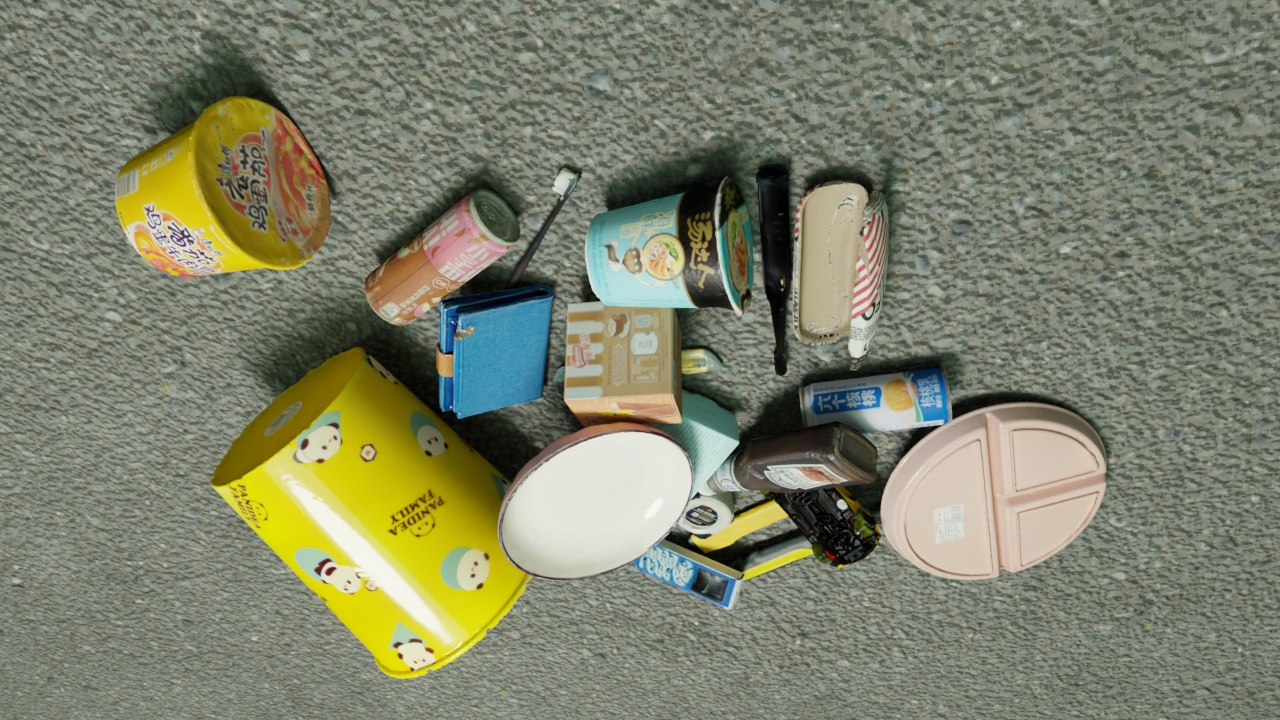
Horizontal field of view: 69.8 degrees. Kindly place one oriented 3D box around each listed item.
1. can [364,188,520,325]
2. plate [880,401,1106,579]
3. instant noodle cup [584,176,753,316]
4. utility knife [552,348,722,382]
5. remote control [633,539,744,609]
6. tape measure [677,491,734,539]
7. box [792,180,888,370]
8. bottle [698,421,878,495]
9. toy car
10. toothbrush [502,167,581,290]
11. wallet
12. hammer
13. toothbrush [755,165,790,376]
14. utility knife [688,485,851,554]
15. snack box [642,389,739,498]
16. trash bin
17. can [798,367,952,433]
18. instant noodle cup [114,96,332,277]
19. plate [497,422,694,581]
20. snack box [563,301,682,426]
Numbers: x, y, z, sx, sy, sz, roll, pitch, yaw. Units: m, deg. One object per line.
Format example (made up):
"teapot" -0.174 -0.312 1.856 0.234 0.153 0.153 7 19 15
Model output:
"can" -0.175 -0.088 0.801 0.148 0.057 0.058 -31 120 28
"plate" 0.357 0.140 0.920 0.229 0.028 0.230 -2 125 -4
"instant noodle cup" 0.023 -0.087 0.753 0.121 0.111 0.111 -4 129 20
"utility knife" -0.005 0.005 0.890 0.168 0.018 0.031 -3 123 15
"remote control" 0.054 0.237 1.041 0.125 0.024 0.049 22 123 15
"tape measure" 0.068 0.157 0.992 0.065 0.033 0.066 39 126 -25
"box" 0.164 -0.073 0.773 0.088 0.076 0.163 13 134 25
"bottle" 0.130 0.103 0.889 0.080 0.044 0.195 32 148 -32
"toy car" 0.180 0.143 0.942 0.156 0.041 0.071 48 119 3
"toothbrush" -0.100 -0.097 0.812 0.018 0.015 0.182 29 126 -9
"wallet" -0.137 -0.008 0.857 0.106 0.040 0.133 -12 136 -24
"hammer" 0.196 0.201 1.014 0.324 0.031 0.126 -27 121 26
"toothbrush" 0.119 -0.070 0.803 0.026 0.027 0.213 -12 130 -3
"utility knife" 0.136 0.170 1.004 0.210 0.015 0.033 -29 120 27
"snack box" 0.020 0.110 0.930 0.074 0.051 0.175 25 120 -21
"trash bin" -0.257 0.141 0.903 0.230 0.229 0.255 -26 117 25
"can" 0.220 0.041 0.863 0.135 0.053 0.053 -8 128 13
"instant noodle cup" -0.342 -0.130 0.745 0.110 0.137 0.138 -11 128 25
"plate" -0.044 0.127 0.859 0.192 0.039 0.193 -14 132 -16
"snack box" -0.013 0.003 0.820 0.094 0.092 0.077 -3 159 9
